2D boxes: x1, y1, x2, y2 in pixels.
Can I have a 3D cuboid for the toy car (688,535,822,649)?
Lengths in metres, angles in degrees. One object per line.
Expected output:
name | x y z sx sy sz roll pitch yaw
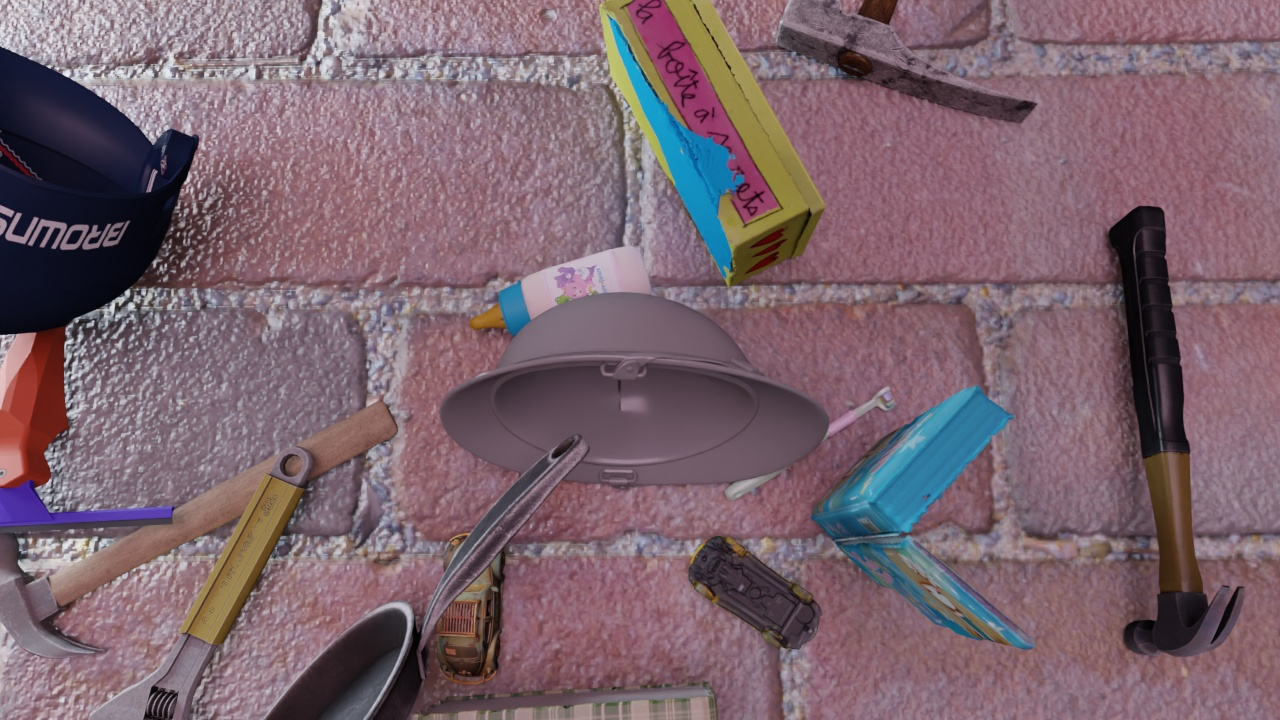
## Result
toy car | 0.085 0.175 0.688 0.107 0.030 0.049 35 80 10

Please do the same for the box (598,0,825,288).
box | 0.054 -0.176 0.714 0.081 0.124 0.221 -29 78 -2

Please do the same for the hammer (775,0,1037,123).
hammer | 0.271 -0.363 0.787 0.218 0.037 0.300 23 80 6

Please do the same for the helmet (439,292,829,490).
helmet | -0.004 0.004 0.671 0.271 0.184 0.117 2 57 -2

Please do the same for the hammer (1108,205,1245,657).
hammer | 0.383 0.044 0.673 0.025 0.118 0.332 3 74 0

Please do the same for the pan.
pan | -0.155 0.185 0.611 0.357 0.187 0.055 -42 107 3

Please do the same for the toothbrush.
toothbrush | 0.132 0.066 0.716 0.154 0.015 0.022 -31 121 -4

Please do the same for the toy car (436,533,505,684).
toy car | -0.129 0.185 0.684 0.047 0.047 0.111 0 79 5

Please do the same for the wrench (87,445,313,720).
wrench | -0.321 0.187 0.682 0.083 0.018 0.273 23 80 8

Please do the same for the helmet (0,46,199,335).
helmet | -0.479 -0.142 0.681 0.224 0.232 0.272 -39 50 28

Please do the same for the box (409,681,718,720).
box | -0.048 0.256 0.633 0.205 0.118 0.049 -4 76 -1

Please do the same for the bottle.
bottle | -0.065 -0.049 0.726 0.146 0.051 0.051 -17 79 -1

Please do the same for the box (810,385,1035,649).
box | 0.196 0.107 0.597 0.098 0.227 0.121 -43 80 -7

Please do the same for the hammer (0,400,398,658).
hammer | -0.344 0.121 0.720 0.331 0.031 0.119 -28 80 -7

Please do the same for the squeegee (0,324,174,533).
squeegee | -0.480 0.040 0.721 0.250 0.055 0.184 -4 67 4
